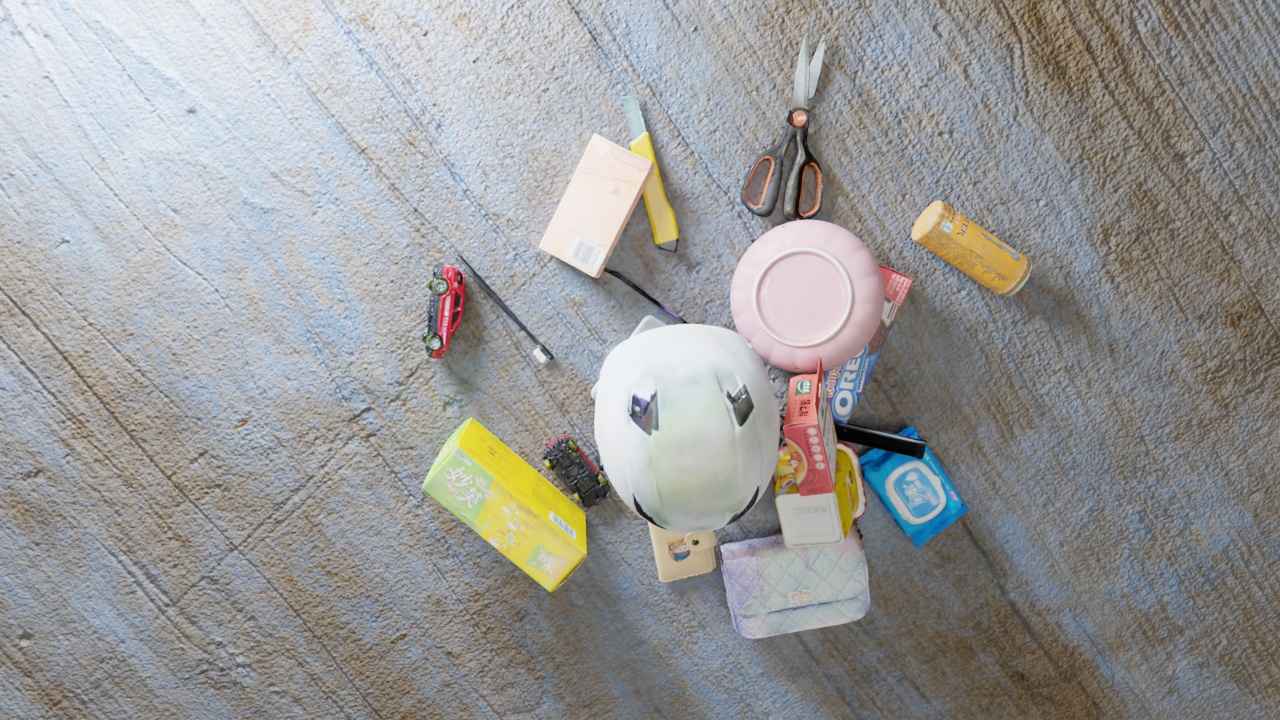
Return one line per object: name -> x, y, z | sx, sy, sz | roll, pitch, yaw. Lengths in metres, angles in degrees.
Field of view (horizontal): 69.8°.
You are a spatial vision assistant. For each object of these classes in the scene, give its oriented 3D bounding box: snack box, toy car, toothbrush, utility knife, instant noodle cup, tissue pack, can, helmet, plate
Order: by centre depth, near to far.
helmet -> 0.058, 0.093, 1.047 | 0.229, 0.145, 0.259 | -4, 103, -1
snack box -> 0.204, 0.079, 1.109 | 0.044, 0.113, 0.127 | -8, 117, 19
snack box -> -0.054, -0.189, 1.130 | 0.084, 0.026, 0.157 | 29, 98, 10
plate -> 0.202, -0.078, 1.135 | 0.193, 0.039, 0.192 | 2, 95, 18
utility knife -> 0.013, -0.233, 1.141 | 0.033, 0.015, 0.207 | -14, 103, 3
can -> 0.414, -0.139, 1.150 | 0.146, 0.058, 0.058 | 31, 100, -8
toy car -> -0.247, -0.061, 1.154 | 0.045, 0.053, 0.120 | 8, 99, -22
snack box -> -0.165, 0.177, 1.156 | 0.210, 0.157, 0.070 | 41, 95, -9
instant noodle cup -> 0.223, 0.175, 1.169 | 0.116, 0.123, 0.116 | -8, 105, 19
toothbrush -> -0.012, -0.099, 1.172 | 0.189, 0.014, 0.016 | 34, 87, -8
snack box -> 0.275, -0.022, 1.174 | 0.057, 0.058, 0.208 | 22, 102, -3
toothbrush -> -0.176, -0.065, 1.175 | 0.018, 0.015, 0.181 | -37, 102, 15
toothbrush -> 0.260, 0.092, 1.192 | 0.213, 0.027, 0.026 | 12, 111, 12
toy car -> -0.084, 0.148, 1.216 | 0.049, 0.031, 0.106 | -39, 100, 8
tissue pack -> 0.364, 0.171, 1.221 | 0.095, 0.052, 0.157 | -35, 101, 6

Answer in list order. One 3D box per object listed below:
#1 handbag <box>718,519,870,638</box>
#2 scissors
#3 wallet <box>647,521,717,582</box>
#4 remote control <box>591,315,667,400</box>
handbag -> 0.210, 0.295, 1.234 | 0.194, 0.075, 0.134 | -12, 102, 0
scissors -> 0.178, -0.285, 1.130 | 0.162, 0.021, 0.234 | -14, 103, 2
wallet -> 0.059, 0.244, 1.235 | 0.087, 0.024, 0.115 | -13, 115, -4
remote control -> -0.007, 0.007, 1.192 | 0.056, 0.020, 0.136 | 34, 100, -7
